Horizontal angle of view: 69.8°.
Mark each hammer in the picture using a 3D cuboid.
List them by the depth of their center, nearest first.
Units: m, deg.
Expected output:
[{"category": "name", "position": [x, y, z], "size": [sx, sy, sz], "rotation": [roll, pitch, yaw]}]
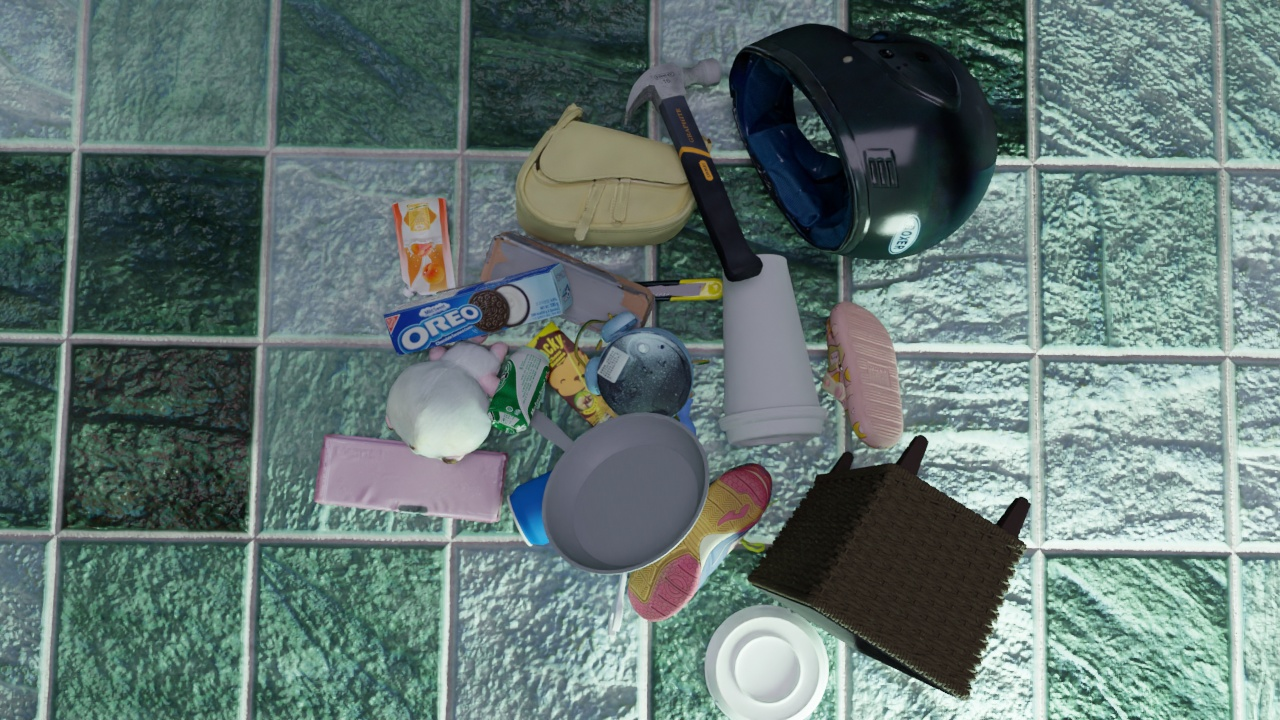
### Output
[{"category": "hammer", "position": [0.078, -0.234, 1.117], "size": [0.139, 0.035, 0.312], "rotation": [-15, 68, -12]}]

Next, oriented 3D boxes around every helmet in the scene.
[{"category": "helmet", "position": [0.278, -0.272, 1.094], "size": [0.235, 0.250, 0.316], "rotation": [-21, 61, -15]}]

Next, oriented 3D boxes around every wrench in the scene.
[{"category": "wrench", "position": [-0.009, 0.208, 1.150], "size": [0.009, 0.047, 0.273], "rotation": [12, 84, -8]}]

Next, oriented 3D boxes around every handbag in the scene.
[{"category": "handbag", "position": [-0.034, -0.224, 1.156], "size": [0.233, 0.088, 0.190], "rotation": [13, 80, -1]}]

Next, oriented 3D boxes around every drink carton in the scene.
[{"category": "drink carton", "position": [-0.278, -0.143, 1.177], "size": [0.069, 0.039, 0.122], "rotation": [-7, 92, -2]}]

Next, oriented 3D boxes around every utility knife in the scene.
[{"category": "utility knife", "position": [0.001, -0.088, 1.181], "size": [0.213, 0.020, 0.028], "rotation": [-3, 86, 2]}]

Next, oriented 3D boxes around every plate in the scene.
[{"category": "plate", "position": [0.159, 0.386, 1.152], "size": [0.157, 0.014, 0.157], "rotation": [0, 86, -1]}]

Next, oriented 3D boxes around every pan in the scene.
[{"category": "pan", "position": [-0.066, 0.117, 1.079], "size": [0.200, 0.051, 0.357], "rotation": [-47, 49, -12]}]

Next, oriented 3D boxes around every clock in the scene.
[{"category": "clock", "position": [-0.007, 0.006, 1.111], "size": [0.162, 0.060, 0.118], "rotation": [29, 110, 3]}]

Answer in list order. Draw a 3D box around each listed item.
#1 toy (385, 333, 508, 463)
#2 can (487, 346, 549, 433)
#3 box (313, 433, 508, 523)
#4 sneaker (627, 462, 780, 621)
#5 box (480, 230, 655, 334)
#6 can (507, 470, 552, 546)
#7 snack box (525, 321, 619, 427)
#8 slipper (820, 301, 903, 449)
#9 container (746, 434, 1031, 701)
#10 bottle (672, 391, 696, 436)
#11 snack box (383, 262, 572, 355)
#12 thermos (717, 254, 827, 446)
[{"category": "toy", "position": [-0.233, 0.036, 1.136], "size": [0.139, 0.102, 0.179], "rotation": [25, 62, 16]}, {"category": "can", "position": [-0.147, 0.037, 1.113], "size": [0.053, 0.053, 0.101], "rotation": [19, 64, 1]}, {"category": "box", "position": [-0.287, 0.147, 1.156], "size": [0.233, 0.037, 0.098], "rotation": [5, 81, 0]}, {"category": "sneaker", "position": [0.080, 0.227, 1.138], "size": [0.116, 0.091, 0.242], "rotation": [42, 106, 7]}, {"category": "box", "position": [-0.092, -0.092, 1.154], "size": [0.216, 0.062, 0.081], "rotation": [23, 107, 4]}, {"category": "can", "position": [-0.083, 0.167, 1.132], "size": [0.146, 0.079, 0.079], "rotation": [-25, 87, -2]}, {"category": "snack box", "position": [-0.082, 0.023, 1.168], "size": [0.149, 0.025, 0.061], "rotation": [45, 86, 2]}, {"category": "slipper", "position": [0.269, 0.025, 1.145], "size": [0.093, 0.082, 0.197], "rotation": [9, 61, -31]}, {"category": "container", "position": [0.270, 0.213, 1.021], "size": [0.176, 0.321, 0.204], "rotation": [32, 80, 1]}, {"category": "bottle", "position": [0.045, 0.101, 1.153], "size": [0.048, 0.048, 0.131], "rotation": [12, 86, 0]}, {"category": "snack box", "position": [-0.199, -0.063, 1.127], "size": [0.227, 0.059, 0.059], "rotation": [-12, 105, 13]}, {"category": "thermos", "position": [0.152, -0.012, 1.131], "size": [0.131, 0.131, 0.221], "rotation": [-5, 79, -1]}]
